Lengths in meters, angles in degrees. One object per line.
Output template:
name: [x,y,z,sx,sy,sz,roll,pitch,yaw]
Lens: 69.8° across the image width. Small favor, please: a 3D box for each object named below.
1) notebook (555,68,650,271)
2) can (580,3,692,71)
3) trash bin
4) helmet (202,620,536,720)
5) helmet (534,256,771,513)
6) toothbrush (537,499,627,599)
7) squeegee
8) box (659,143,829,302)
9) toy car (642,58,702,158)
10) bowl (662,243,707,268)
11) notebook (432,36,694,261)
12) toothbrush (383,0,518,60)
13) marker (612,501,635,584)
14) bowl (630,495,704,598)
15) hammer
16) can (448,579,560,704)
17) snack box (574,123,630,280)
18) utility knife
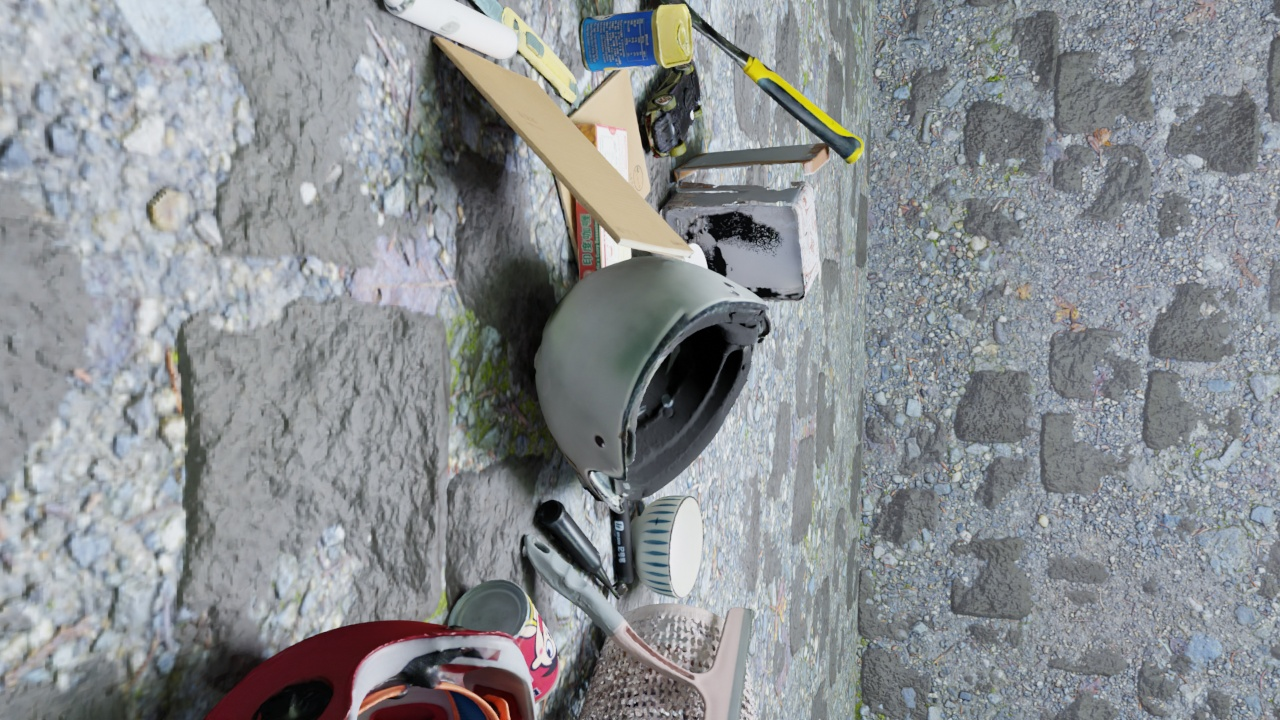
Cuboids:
notebook: [-0.037,-0.198,0.942,0.207,0.008,0.148,-60,146,-49]
can: [-0.003,-0.321,0.915,0.101,0.083,0.057,-46,134,-60]
trash bin: [0.029,0.363,0.919,0.191,0.228,0.228,-82,161,-50]
helmet: [-0.168,0.243,0.478,0.239,0.144,0.207,-26,117,-50]
helmet: [-0.005,0.005,0.826,0.230,0.157,0.274,-50,165,-6]
toothbrush: [-0.052,0.196,0.915,0.027,0.026,0.213,-40,142,-9]
squeegee: [-0.013,0.242,0.832,0.040,0.249,0.247,-49,-174,26]
box: [0.139,-0.188,1.163,0.192,0.183,0.157,-54,141,-50]
toy car: [0.040,-0.298,1.082,0.157,0.042,0.070,-64,148,-44]
bowl: [0.032,-0.074,1.050,0.118,0.065,0.118,3,90,-68]
notebook: [-0.054,-0.158,0.707,0.211,0.012,0.149,49,18,13]
toothbrush: [-0.149,-0.243,0.630,0.027,0.026,0.220,-47,168,19]
marker: [-0.019,0.181,1.004,0.022,0.020,0.132,-17,108,-46]
bowl: [0.024,0.211,1.053,0.116,0.066,0.116,2,90,-68]
hammer: [0.140,-0.338,1.088,0.323,0.032,0.125,33,50,-19]
can: [-0.105,0.227,0.729,0.094,0.067,0.066,72,29,-41]
snack box: [-0.036,-0.150,0.900,0.076,0.027,0.156,-24,114,-66]
utility knife: [-0.097,-0.269,0.783,0.206,0.021,0.031,19,68,-63]
